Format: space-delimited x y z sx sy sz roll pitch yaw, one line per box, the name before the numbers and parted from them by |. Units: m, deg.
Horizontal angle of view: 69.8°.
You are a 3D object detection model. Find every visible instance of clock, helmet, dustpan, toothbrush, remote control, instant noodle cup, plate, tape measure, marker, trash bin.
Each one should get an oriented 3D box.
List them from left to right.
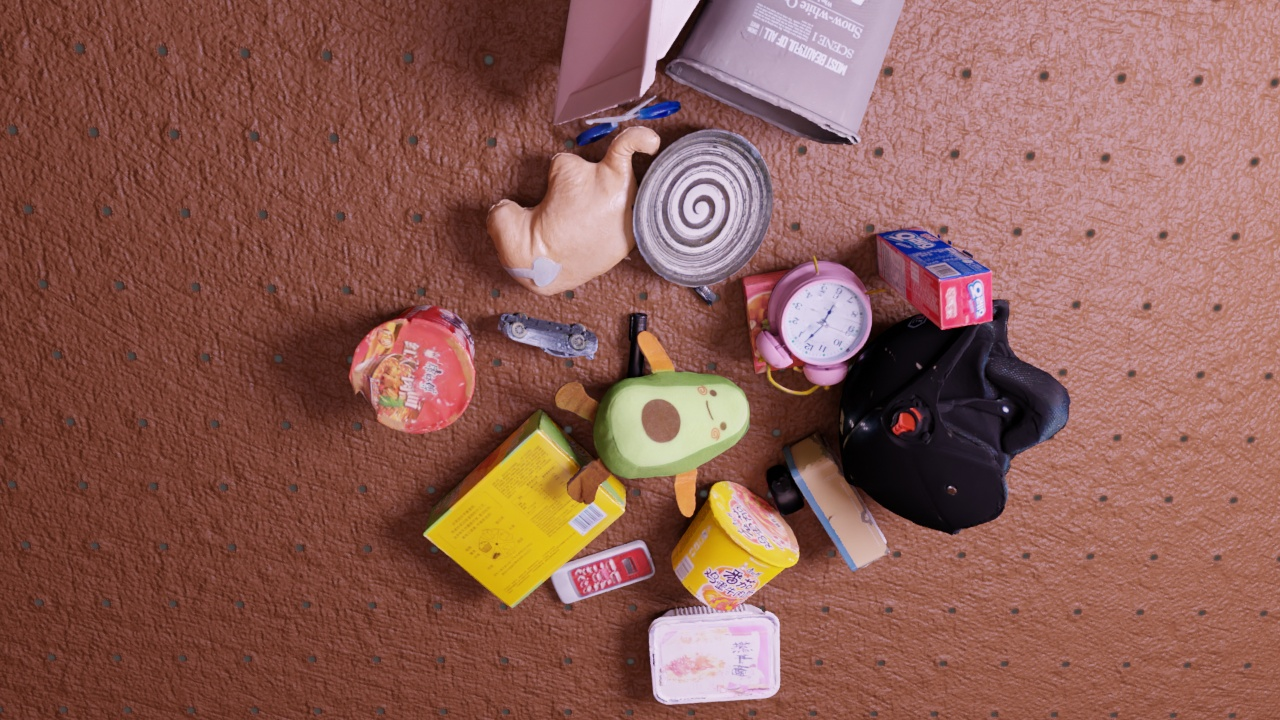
instant noodle cup | -0.253 0.001 1.068 0.138 0.108 0.138 0 110 -1
remote control | -0.050 0.282 1.223 0.136 0.020 0.056 -18 110 5
dustpan | -0.028 -0.378 0.877 0.139 0.223 0.273 37 78 -25
marker | -0.007 0.007 1.123 0.022 0.020 0.132 -6 112 -27
toothbrush | 0.030 -0.137 1.076 0.017 0.014 0.189 -39 106 4
plate | 0.070 -0.172 1.038 0.179 0.024 0.180 -10 117 -21
instant noodle cup | 0.098 0.389 1.245 0.173 0.060 0.138 -4 110 -1
instant noodle cup | 0.113 0.240 1.158 0.138 0.137 0.110 31 114 -12
tape measure | 0.186 0.166 1.167 0.039 0.057 0.058 -22 101 5
trash bin | 0.159 -0.352 0.914 0.199 0.198 0.220 22 102 -9
clock | 0.198 -0.034 1.045 0.117 0.059 0.159 23 109 -8
helmet | 0.338 0.059 1.040 0.231 0.232 0.275 9 116 37

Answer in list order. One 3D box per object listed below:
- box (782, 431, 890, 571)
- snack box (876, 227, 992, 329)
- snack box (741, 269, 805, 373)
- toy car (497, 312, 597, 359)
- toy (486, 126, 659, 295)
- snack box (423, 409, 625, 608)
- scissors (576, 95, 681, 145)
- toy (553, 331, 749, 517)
box | 0.243 0.172 1.155 0.059 0.089 0.184 -32 105 11
snack box | 0.313 -0.095 0.997 0.057 0.207 0.058 -10 111 -1
snack box | 0.186 -0.044 1.097 0.113 0.044 0.127 -10 110 2
toy car | -0.110 -0.029 1.090 0.120 0.054 0.037 14 107 -6
toy | -0.059 -0.165 1.029 0.226 0.082 0.143 -36 120 8
snack box | -0.145 0.188 1.159 0.210 0.070 0.157 -42 106 13
scissors | -0.016 -0.255 0.970 0.163 0.175 0.012 -11 101 45
toy | 0.023 0.077 1.095 0.246 0.090 0.227 -12 92 -17
